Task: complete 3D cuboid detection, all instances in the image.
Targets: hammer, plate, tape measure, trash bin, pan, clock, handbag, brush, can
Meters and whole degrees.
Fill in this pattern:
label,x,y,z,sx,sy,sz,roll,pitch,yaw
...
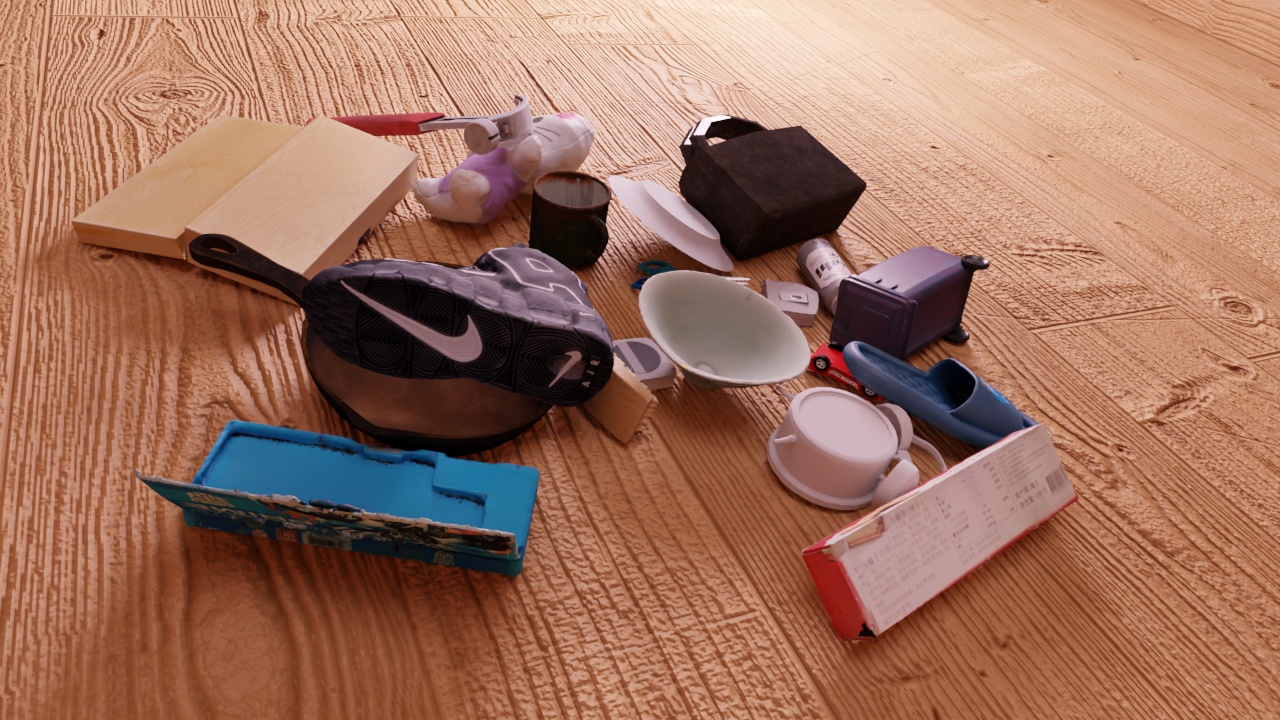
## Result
label,x,y,z,sx,sy,sz,roll,pitch,yaw
hammer,-0.269,-0.277,1.076,0.316,0.036,0.125,6,33,27
plate,0.041,-0.163,1.032,0.172,0.019,0.172,32,21,-14
tape measure,-0.005,0.005,0.875,0.064,0.017,0.065,-9,42,-25
trash bin,0.283,-0.057,0.967,0.092,0.094,0.160,29,38,36
pan,-0.236,-0.026,0.809,0.356,0.043,0.247,23,39,5
tape measure,0.164,-0.064,1.003,0.062,0.020,0.060,9,38,-3
clock,0.187,0.081,0.798,0.159,0.061,0.119,16,36,-1
handbag,0.134,-0.226,1.134,0.196,0.103,0.199,-20,64,-35
brush,-0.029,0.021,0.825,0.039,0.049,0.117,6,30,-45
can,0.213,-0.094,1.035,0.044,0.044,0.106,-1,39,-16

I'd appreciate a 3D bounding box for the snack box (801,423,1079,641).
label,x,y,z,sx,sy,sz,roll,pitch,yaw
snack box,0.245,0.131,0.730,0.272,0.044,0.076,-20,83,-33

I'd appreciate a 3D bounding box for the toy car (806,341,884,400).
label,x,y,z,sx,sy,sz,roll,pitch,yaw
toy car,0.209,0.012,0.914,0.089,0.025,0.038,30,40,20

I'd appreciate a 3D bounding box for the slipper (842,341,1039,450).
label,x,y,z,sx,sy,sz,roll,pitch,yaw
slipper,0.290,0.028,0.864,0.213,0.059,0.103,24,22,-5

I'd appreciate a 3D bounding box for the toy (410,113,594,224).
label,x,y,z,sx,sy,sz,roll,pitch,yaw
toy,-0.149,-0.221,1.061,0.138,0.085,0.208,0,30,46

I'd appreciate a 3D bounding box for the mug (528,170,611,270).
label,x,y,z,sx,sy,sz,roll,pitch,yaw
mug,-0.071,-0.144,0.996,0.084,0.081,0.111,-19,47,-33

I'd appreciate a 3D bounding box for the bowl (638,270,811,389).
label,x,y,z,sx,sy,sz,roll,pitch,yaw
bowl,0.068,-0.010,0.868,0.174,0.068,0.173,14,36,-11

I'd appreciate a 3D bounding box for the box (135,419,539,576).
label,x,y,z,sx,sy,sz,roll,pitch,yaw
box,-0.202,0.109,0.651,0.243,0.075,0.166,9,8,-3

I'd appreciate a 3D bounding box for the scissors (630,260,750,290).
label,x,y,z,sx,sy,sz,roll,pitch,yaw
scissors,0.055,-0.085,0.993,0.134,0.016,0.073,8,35,12

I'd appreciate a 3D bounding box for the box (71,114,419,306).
label,x,y,z,sx,sy,sz,roll,pitch,yaw
box,-0.402,-0.176,0.967,0.257,0.076,0.246,11,41,10

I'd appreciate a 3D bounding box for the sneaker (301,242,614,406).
label,x,y,z,sx,sy,sz,roll,pitch,yaw
sneaker,-0.144,-0.057,0.776,0.252,0.097,0.150,12,34,-10
